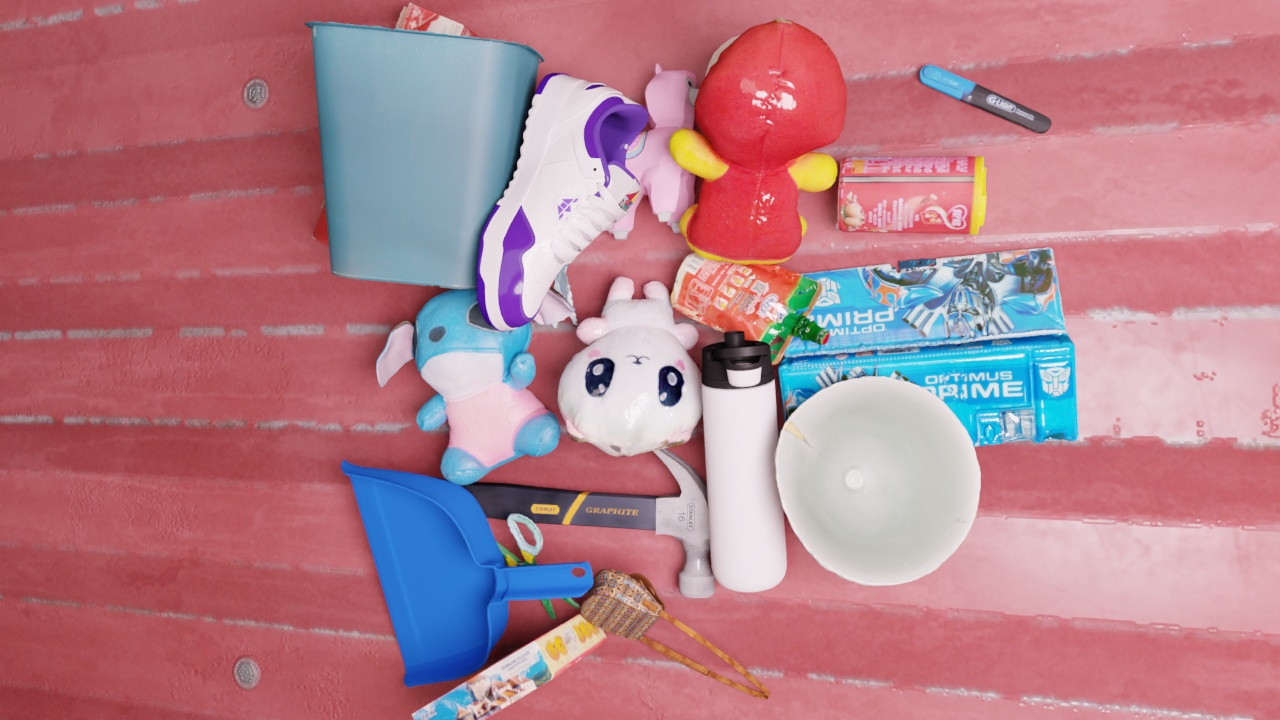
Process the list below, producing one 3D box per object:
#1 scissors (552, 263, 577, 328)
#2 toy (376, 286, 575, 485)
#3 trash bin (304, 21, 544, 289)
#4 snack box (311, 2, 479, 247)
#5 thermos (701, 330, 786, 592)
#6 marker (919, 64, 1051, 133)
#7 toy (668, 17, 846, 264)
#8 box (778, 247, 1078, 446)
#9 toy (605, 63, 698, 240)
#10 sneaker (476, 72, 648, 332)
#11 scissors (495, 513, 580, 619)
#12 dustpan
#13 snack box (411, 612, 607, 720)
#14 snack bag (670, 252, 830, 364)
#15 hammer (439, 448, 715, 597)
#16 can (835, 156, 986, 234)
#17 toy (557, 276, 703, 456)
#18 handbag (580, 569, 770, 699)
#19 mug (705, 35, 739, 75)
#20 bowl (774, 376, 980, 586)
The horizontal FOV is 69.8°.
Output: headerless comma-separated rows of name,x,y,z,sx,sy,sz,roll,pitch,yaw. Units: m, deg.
scissors,-0.072,-0.096,0.931,0.083,0.016,0.135,-15,85,15
toy,-0.149,0.014,0.911,0.224,0.098,0.191,-19,89,16
trash bin,-0.201,-0.190,0.869,0.196,0.199,0.219,6,103,1
snack box,-0.264,-0.238,0.980,0.077,0.044,0.273,28,97,16
thermos,0.092,0.091,0.802,0.068,0.101,0.230,-5,102,-1
marker,0.305,-0.232,0.814,0.123,0.015,0.018,30,96,15
toy,0.103,-0.177,0.777,0.147,0.217,0.098,-2,44,-9
box,0.244,-0.007,0.804,0.244,0.060,0.175,-5,87,17
toy,0.006,-0.201,0.883,0.123,0.067,0.157,-3,83,20
sneaker,-0.059,-0.135,0.817,0.111,0.091,0.244,14,83,22
scissors,-0.103,0.203,0.908,0.131,0.012,0.108,35,125,6
dustpan,-0.162,0.206,0.891,0.258,0.059,0.245,-8,103,19
snack box,-0.118,0.297,0.867,0.145,0.142,0.040,-34,77,13
snack bag,0.104,-0.053,0.839,0.155,0.044,0.087,29,84,30
hammer,-0.078,0.153,0.915,0.313,0.035,0.139,0,89,18
can,0.237,-0.145,0.806,0.124,0.066,0.066,4,89,18
toy,-0.005,0.005,0.868,0.139,0.101,0.179,6,72,-3
handbag,0.038,0.257,0.859,0.196,0.094,0.043,29,56,3
mug,0.115,-0.253,0.835,0.112,0.089,0.085,-9,86,17
bowl,0.193,0.100,0.782,0.174,0.068,0.174,0,84,-5
